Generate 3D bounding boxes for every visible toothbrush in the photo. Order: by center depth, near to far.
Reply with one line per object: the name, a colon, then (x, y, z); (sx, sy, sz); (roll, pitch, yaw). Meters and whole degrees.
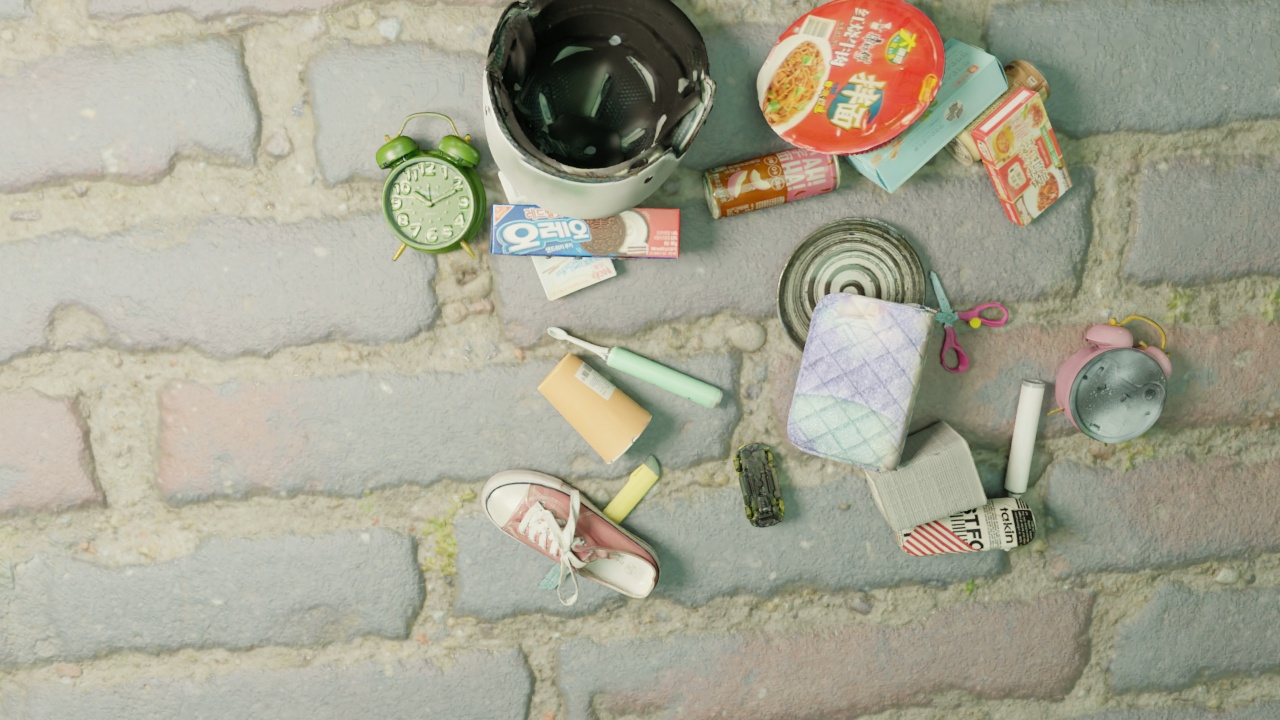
toothbrush: (-0.006, 0.006, 1.087); (0.224, 0.027, 0.026); (23, 86, -8)
toothbrush: (0.471, 0.133, 1.141); (0.026, 0.026, 0.221); (-2, 104, -29)

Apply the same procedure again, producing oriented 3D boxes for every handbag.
handbag: (0.250, 0.020, 1.049); (0.134, 0.075, 0.194); (15, 102, 15)

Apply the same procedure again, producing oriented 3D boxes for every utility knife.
utility knife: (-0.050, 0.206, 1.132); (0.031, 0.022, 0.220); (41, 91, -6)

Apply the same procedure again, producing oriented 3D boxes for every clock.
clock: (-0.232, -0.192, 1.017); (0.116, 0.056, 0.161); (-2, 102, -4)
clock: (0.572, 0.020, 1.105); (0.117, 0.059, 0.159); (28, 101, -8)

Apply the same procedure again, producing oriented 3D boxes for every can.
can: (0.397, -0.278, 1.030); (0.116, 0.058, 0.058); (-42, 101, 6)
can: (0.146, -0.203, 1.034); (0.147, 0.058, 0.058); (-14, 103, 0)

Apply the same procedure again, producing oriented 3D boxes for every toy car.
toy car: (0.145, 0.152, 1.125); (0.048, 0.032, 0.105); (-14, 91, 0)

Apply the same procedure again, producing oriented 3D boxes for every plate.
plate: (0.248, -0.080, 1.085); (0.179, 0.024, 0.179); (0, 104, -2)

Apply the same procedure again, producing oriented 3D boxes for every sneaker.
sneaker: (-0.085, 0.210, 1.086); (0.241, 0.087, 0.118); (31, 97, 2)

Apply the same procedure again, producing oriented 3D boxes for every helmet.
helmet: (-0.052, -0.252, 0.947); (0.230, 0.273, 0.157); (19, 145, -6)

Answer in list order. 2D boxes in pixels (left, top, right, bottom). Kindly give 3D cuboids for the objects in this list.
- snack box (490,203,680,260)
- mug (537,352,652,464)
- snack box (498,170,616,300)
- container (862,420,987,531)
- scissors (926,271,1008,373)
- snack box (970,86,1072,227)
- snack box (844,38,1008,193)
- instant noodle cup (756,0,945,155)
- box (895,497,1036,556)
snack box: (-0.061, -0.141, 1.009); (0.207, 0.057, 0.058); (1, 98, -5)
mug: (-0.056, 0.052, 1.072); (0.123, 0.078, 0.078); (43, 97, -6)
snack box: (-0.094, -0.156, 1.047); (0.085, 0.027, 0.157); (-21, 103, 1)
container: (0.337, 0.142, 1.105); (0.114, 0.090, 0.090); (-22, 102, 4)
scissors: (0.373, -0.043, 1.104); (0.133, 0.017, 0.130); (8, 104, 0)
snack box: (0.428, -0.224, 1.026); (0.075, 0.025, 0.153); (-41, 130, 4)
snack box: (0.310, -0.271, 1.013); (0.175, 0.074, 0.051); (-43, 131, 6)
instant noodle cup: (0.227, -0.293, 0.983); (0.194, 0.066, 0.193); (-7, 70, 20)
box: (0.400, 0.207, 1.140); (0.163, 0.083, 0.075); (-11, 66, 11)
